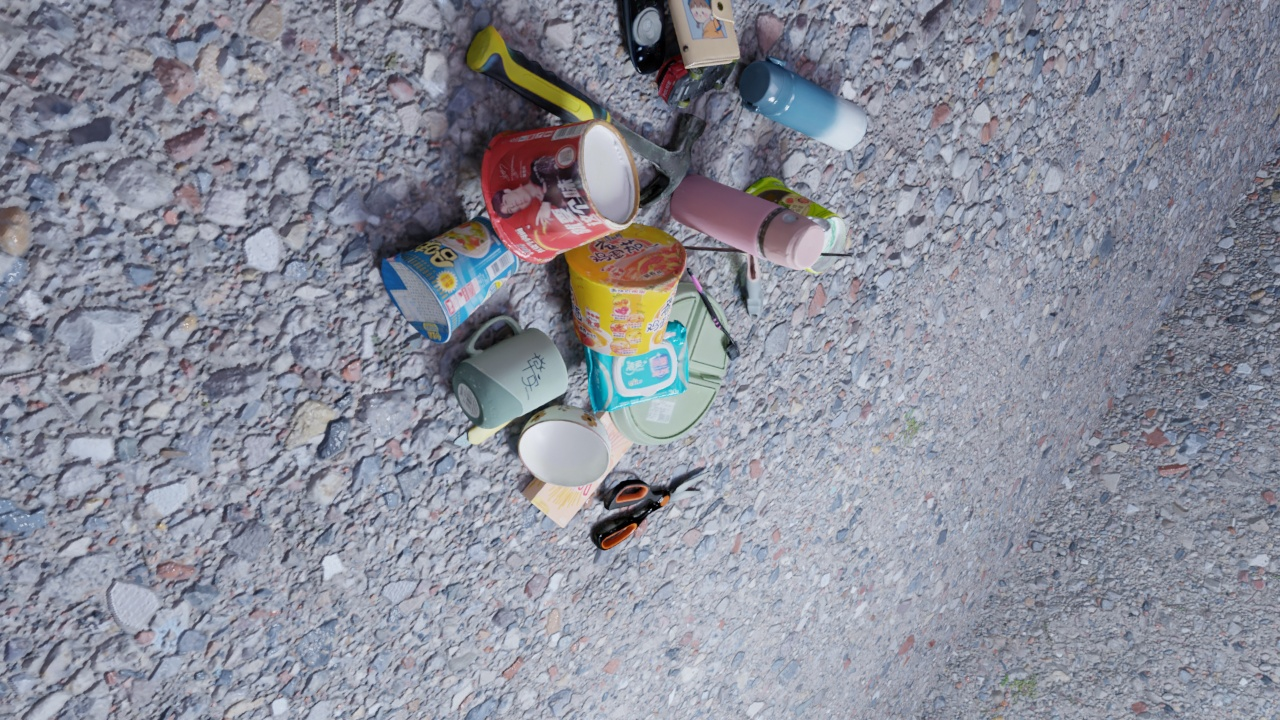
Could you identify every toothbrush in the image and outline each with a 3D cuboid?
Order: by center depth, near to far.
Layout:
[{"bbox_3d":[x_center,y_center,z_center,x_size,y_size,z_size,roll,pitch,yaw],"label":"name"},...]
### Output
[{"bbox_3d":[0.096,-0.059,1.220,0.017,0.014,0.189,-46,136,-11],"label":"toothbrush"}]

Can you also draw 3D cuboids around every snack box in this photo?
[{"bbox_3d":[-0.078,0.137,1.202,0.157,0.026,0.084,-51,138,-10],"label":"snack box"}]

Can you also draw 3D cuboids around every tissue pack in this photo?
[{"bbox_3d":[-0.007,0.007,1.117,0.133,0.050,0.093,-14,108,-21],"label":"tissue pack"}]

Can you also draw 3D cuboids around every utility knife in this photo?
[{"bbox_3d":[-0.148,0.055,1.089,0.166,0.018,0.031,-40,132,-23],"label":"utility knife"}]

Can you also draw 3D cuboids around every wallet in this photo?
[{"bbox_3d":[0.066,-0.379,0.996,0.087,0.024,0.115,-20,96,-35],"label":"wallet"}]

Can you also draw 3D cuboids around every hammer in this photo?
[{"bbox_3d":[-0.053,-0.258,0.979,0.322,0.032,0.126,17,101,-49],"label":"hammer"}]

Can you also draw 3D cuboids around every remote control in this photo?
[{"bbox_3d":[0.002,-0.372,0.968,0.053,0.024,0.137,-32,135,-31],"label":"remote control"}]

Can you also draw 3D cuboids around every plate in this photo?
[{"bbox_3d":[0.045,0.009,1.226,0.229,0.027,0.230,-21,121,-41],"label":"plate"}]

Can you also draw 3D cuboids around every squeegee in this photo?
[{"bbox_3d":[0.148,-0.110,1.220,0.250,0.248,0.040,63,32,-70],"label":"squeegee"}]

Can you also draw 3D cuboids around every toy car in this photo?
[{"bbox_3d":[0.065,-0.327,1.036,0.120,0.045,0.053,-33,165,-38],"label":"toy car"}]

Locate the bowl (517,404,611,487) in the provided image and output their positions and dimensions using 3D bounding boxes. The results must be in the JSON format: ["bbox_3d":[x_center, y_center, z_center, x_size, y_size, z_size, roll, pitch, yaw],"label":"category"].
[{"bbox_3d":[-0.089,0.095,1.123,0.062,0.113,0.114,-79,163,-50],"label":"bowl"}]

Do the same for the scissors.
[{"bbox_3d":[0.014,0.216,1.355,0.190,0.022,0.229,-55,145,3],"label":"scissors"}]

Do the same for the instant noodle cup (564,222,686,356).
[{"bbox_3d":[-0.021,-0.078,1.052,0.137,0.138,0.110,-24,137,-33],"label":"instant noodle cup"}]

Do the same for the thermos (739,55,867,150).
[{"bbox_3d":[0.210,-0.326,1.174,0.220,0.070,0.070,7,109,-47],"label":"thermos"}]

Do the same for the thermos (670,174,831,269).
[{"bbox_3d":[0.133,-0.169,1.093,0.087,0.199,0.067,-33,132,-29],"label":"thermos"}]

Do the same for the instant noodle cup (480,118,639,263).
[{"bbox_3d":[-0.074,-0.172,0.908,0.137,0.109,0.137,20,66,-56],"label":"instant noodle cup"}]

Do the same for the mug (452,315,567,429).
[{"bbox_3d":[-0.152,0.009,1.016,0.106,0.082,0.112,-28,101,-30],"label":"mug"}]

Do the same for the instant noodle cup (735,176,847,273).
[{"bbox_3d":[0.202,-0.173,1.216,0.111,0.123,0.112,-24,128,-34],"label":"instant noodle cup"}]

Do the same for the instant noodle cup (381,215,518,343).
[{"bbox_3d":[-0.183,-0.088,0.913,0.109,0.099,0.099,-41,137,-30],"label":"instant noodle cup"}]
